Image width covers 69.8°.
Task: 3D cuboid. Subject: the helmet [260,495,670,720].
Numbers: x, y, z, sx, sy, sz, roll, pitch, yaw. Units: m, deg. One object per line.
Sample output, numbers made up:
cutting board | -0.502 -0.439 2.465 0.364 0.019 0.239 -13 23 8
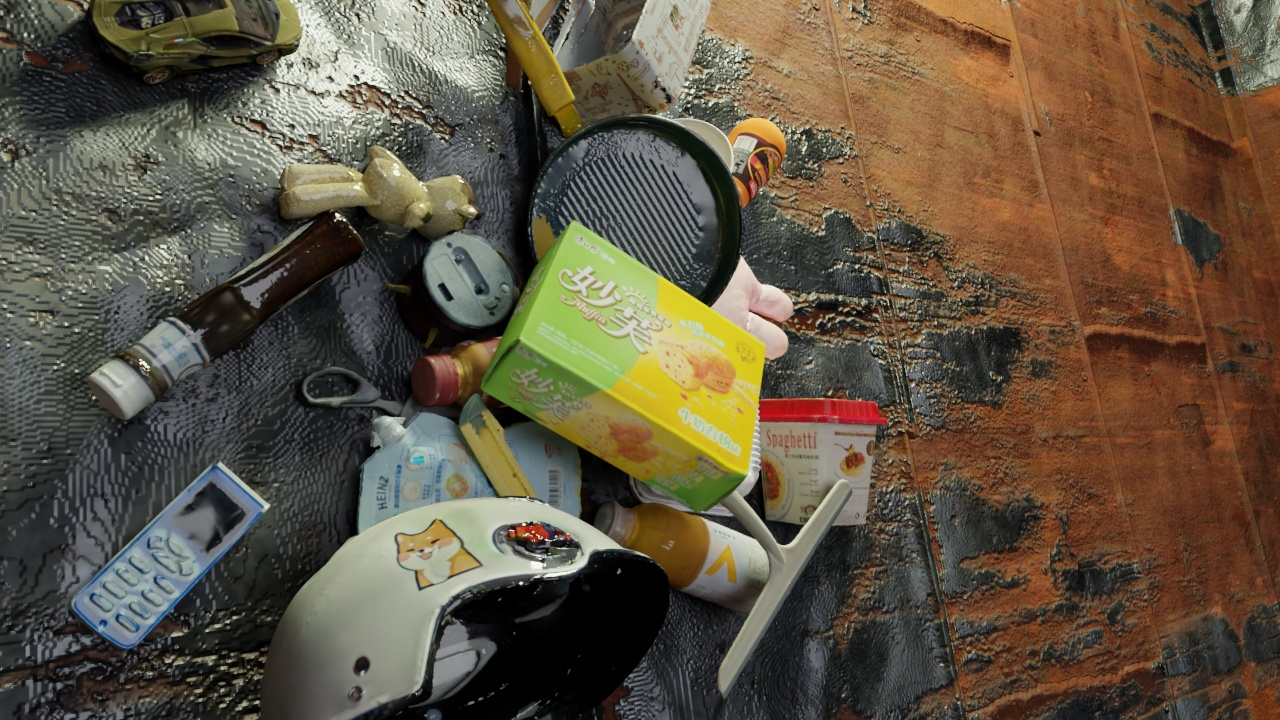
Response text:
helmet | -0.128 0.182 0.611 0.273 0.231 0.157 -23 50 -39

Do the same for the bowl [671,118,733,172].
bowl | 0.040 -0.176 0.922 0.065 0.118 0.118 58 36 -61

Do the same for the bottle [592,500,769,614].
bottle | 0.044 0.173 0.821 0.189 0.068 0.067 26 61 -27

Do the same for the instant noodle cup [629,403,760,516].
instant noodle cup | 0.059 0.055 0.878 0.137 0.061 0.173 14 66 -35

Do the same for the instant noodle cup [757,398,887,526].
instant noodle cup | 0.178 0.102 0.930 0.116 0.117 0.124 4 86 -38

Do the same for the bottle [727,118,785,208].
bottle | 0.104 -0.197 0.995 0.067 0.067 0.149 43 61 -20

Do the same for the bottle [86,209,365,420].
bottle | -0.278 -0.034 0.624 0.194 0.080 0.044 -47 112 -36

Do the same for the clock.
clock | -0.143 -0.060 0.753 0.121 0.055 0.082 -35 94 -46

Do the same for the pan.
pan | -0.045 -0.183 0.797 0.197 0.078 0.357 -35 102 -7

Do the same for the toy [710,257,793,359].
toy | 0.090 -0.063 0.940 0.159 0.054 0.121 30 55 -22

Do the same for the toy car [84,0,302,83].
toy car | -0.326 -0.254 0.684 0.157 0.042 0.070 -30 96 -43

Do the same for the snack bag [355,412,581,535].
snack bag | -0.130 0.098 0.719 0.190 0.039 0.110 7 87 -41

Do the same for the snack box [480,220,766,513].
snack box | -0.004 0.004 0.741 0.210 0.070 0.157 32 42 -15

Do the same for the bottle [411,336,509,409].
bottle | -0.103 0.008 0.759 0.174 0.058 0.057 -8 81 -43

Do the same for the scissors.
scissors | -0.186 0.037 0.722 0.159 0.014 0.178 38 53 -27

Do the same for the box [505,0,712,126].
box | -0.050 -0.339 0.857 0.174 0.152 0.181 46 50 -40

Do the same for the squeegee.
squeegee | 0.057 0.106 0.786 0.246 0.039 0.245 45 55 -2

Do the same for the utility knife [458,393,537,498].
utility knife | -0.083 0.123 0.722 0.030 0.022 0.216 -34 108 -20

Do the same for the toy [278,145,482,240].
toy | -0.207 -0.127 0.730 0.157 0.066 0.105 -2 35 -35

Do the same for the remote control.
remote control | -0.301 0.124 0.592 0.049 0.024 0.124 49 53 -16
